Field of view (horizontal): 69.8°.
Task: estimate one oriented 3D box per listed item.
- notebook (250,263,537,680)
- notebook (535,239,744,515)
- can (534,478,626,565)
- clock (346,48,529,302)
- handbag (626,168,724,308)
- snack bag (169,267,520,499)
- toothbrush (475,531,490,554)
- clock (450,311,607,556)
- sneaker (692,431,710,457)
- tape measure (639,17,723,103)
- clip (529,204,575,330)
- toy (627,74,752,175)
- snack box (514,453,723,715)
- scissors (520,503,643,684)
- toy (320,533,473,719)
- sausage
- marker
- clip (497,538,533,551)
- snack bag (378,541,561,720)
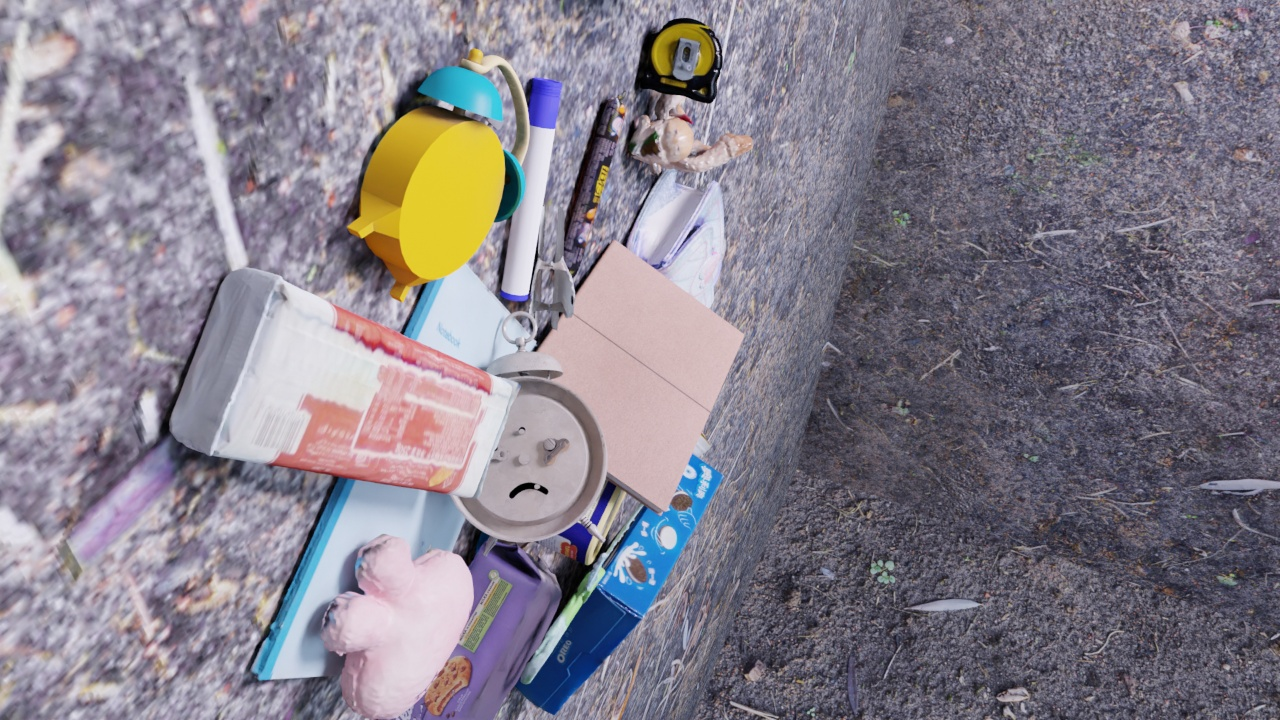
[{"bbox_3d":[-0.139,0.075,0.580,0.181,0.009,0.253,57,52,-70],"label":"notebook"},{"bbox_3d":[-0.004,0.004,0.722,0.008,0.141,0.208,-48,-171,45],"label":"notebook"},{"bbox_3d":[-0.058,0.087,0.701,0.057,0.092,0.116,99,15,-61],"label":"can"},{"bbox_3d":[-0.098,-0.096,0.476,0.129,0.044,0.099,-57,160,-22],"label":"clock"},{"bbox_3d":[0.035,-0.090,0.887,0.159,0.069,0.126,82,32,-63],"label":"handbag"},{"bbox_3d":[-0.132,0.022,0.466,0.225,0.041,0.077,38,70,-71],"label":"snack bag"},{"bbox_3d":[-0.100,0.102,0.740,0.134,0.017,0.022,-58,160,-33],"label":"toothbrush"},{"bbox_3d":[-0.072,0.045,0.606,0.061,0.103,0.156,58,25,-79],"label":"clock"},{"bbox_3d":[0.013,0.078,1.016,0.079,0.087,0.235,-37,160,4],"label":"sneaker"},{"bbox_3d":[0.034,-0.238,0.726,0.034,0.062,0.061,-73,173,-73],"label":"tape measure"},{"bbox_3d":[-0.058,-0.052,0.647,0.055,0.045,0.102,-107,-161,-53],"label":"clip"},{"bbox_3d":[0.030,-0.195,0.769,0.105,0.074,0.085,-30,107,-38],"label":"toy"},{"bbox_3d":[-0.018,0.224,0.946,0.196,0.056,0.238,-55,176,35],"label":"snack box"},{"bbox_3d":[-0.040,0.171,0.686,0.172,0.023,0.172,-48,169,-23],"label":"scissors"},{"bbox_3d":[-0.144,0.151,0.540,0.108,0.053,0.105,-61,147,-28],"label":"toy"},{"bbox_3d":[-0.037,-0.127,0.684,0.020,0.020,0.155,5,102,-74],"label":"sausage"},{"bbox_3d":[-0.071,-0.108,0.592,0.020,0.020,0.142,-37,142,-64],"label":"marker"},{"bbox_3d":[-0.109,0.154,0.745,0.059,0.026,0.052,52,60,-71],"label":"clip"},{"bbox_3d":[-0.128,0.235,0.678,0.205,0.058,0.096,-61,162,-14],"label":"snack bag"}]
